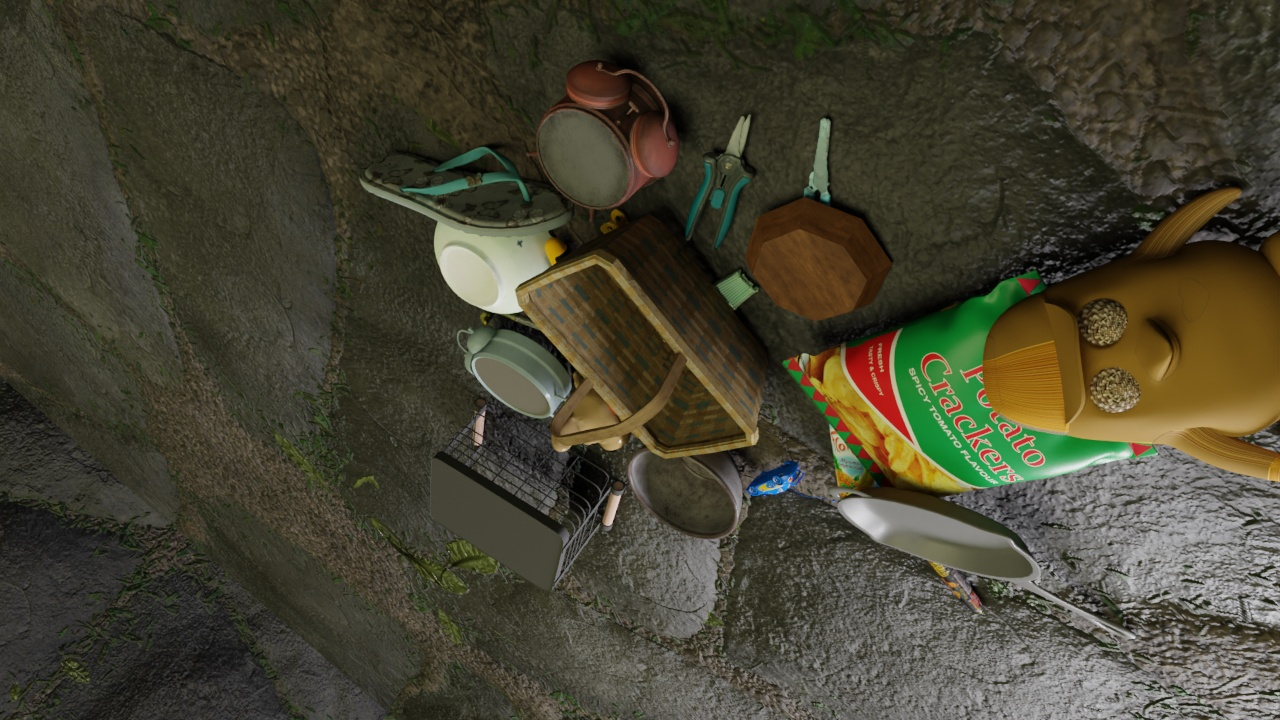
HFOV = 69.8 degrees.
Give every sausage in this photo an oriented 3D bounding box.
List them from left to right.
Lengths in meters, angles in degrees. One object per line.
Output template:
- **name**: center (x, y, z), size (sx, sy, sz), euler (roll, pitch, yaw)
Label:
- **sausage**: center (0.326, 0.221, 0.992), size (0.155, 0.020, 0.020), euler (50, 140, -14)

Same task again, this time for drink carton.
- **drink carton**: center (0.222, 0.101, 0.943), size (0.044, 0.038, 0.129), euler (10, 133, 32)

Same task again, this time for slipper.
- **slipper**: center (-0.193, -0.184, 0.948), size (0.269, 0.098, 0.055), euler (17, 137, 27)

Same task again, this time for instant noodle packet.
- **instant noodle packet**: center (0.274, 0.038, 0.800), size (0.253, 0.090, 0.195), euler (-23, 114, 46)

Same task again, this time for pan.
- **pan**: center (0.343, 0.192, 0.898), size (0.354, 0.024, 0.217), euler (27, 163, -9)

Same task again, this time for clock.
- **clock**: center (-0.159, 0.011, 1.130), size (0.159, 0.045, 0.123), euler (31, 153, 1)
- **clock**: center (-0.027, -0.203, 0.819), size (0.120, 0.072, 0.158), euler (46, 141, -8)

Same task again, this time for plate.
- **plate**: center (0.153, -0.082, 0.818), size (0.131, 0.025, 0.131), euler (18, 141, 15)

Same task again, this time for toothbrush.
- **toothbrush**: center (-0.053, -0.054, 1.020), size (0.031, 0.031, 0.197), euler (6, 136, 45)

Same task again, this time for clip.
- **clip**: center (-0.014, -0.133, 0.927), size (0.047, 0.039, 0.053), euler (46, 142, -15)

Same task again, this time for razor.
- **razor**: center (-0.133, -0.046, 1.089), size (0.106, 0.042, 0.026), euler (20, 135, 8)

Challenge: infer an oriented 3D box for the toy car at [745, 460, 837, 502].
- **toy car**: center (0.169, 0.148, 1.031), size (0.062, 0.033, 0.092), euler (51, 140, -3)

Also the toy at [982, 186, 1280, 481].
- **toy**: center (0.339, -0.008, 0.625), size (0.204, 0.162, 0.198), euler (-10, 82, 21)

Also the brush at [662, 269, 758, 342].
- **brush**: center (0.047, -0.039, 0.968), size (0.033, 0.012, 0.218), euler (45, 142, -9)

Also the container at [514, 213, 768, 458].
- **container**: center (-0.005, 0.005, 0.888), size (0.158, 0.185, 0.250), euler (-16, 123, 48)

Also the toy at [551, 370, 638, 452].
- **toy**: center (-0.031, 0.058, 1.058), size (0.108, 0.133, 0.106), euler (-14, 123, 22)

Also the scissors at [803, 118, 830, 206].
- **scissors**: center (0.153, -0.144, 0.781), size (0.063, 0.015, 0.139), euler (23, 143, 22)

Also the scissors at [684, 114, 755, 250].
- **scissors**: center (0.079, -0.154, 0.827), size (0.130, 0.019, 0.137), euler (-12, 126, 34)

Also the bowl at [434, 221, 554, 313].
- **bowl**: center (-0.169, -0.112, 1.019), size (0.153, 0.072, 0.154), euler (22, 139, 20)

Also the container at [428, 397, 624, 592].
- **container**: center (-0.162, 0.180, 1.246), size (0.241, 0.130, 0.163), euler (30, 140, 12)

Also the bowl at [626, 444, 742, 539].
- **bowl**: center (0.062, 0.136, 1.078), size (0.145, 0.067, 0.145), euler (21, 138, 21)
